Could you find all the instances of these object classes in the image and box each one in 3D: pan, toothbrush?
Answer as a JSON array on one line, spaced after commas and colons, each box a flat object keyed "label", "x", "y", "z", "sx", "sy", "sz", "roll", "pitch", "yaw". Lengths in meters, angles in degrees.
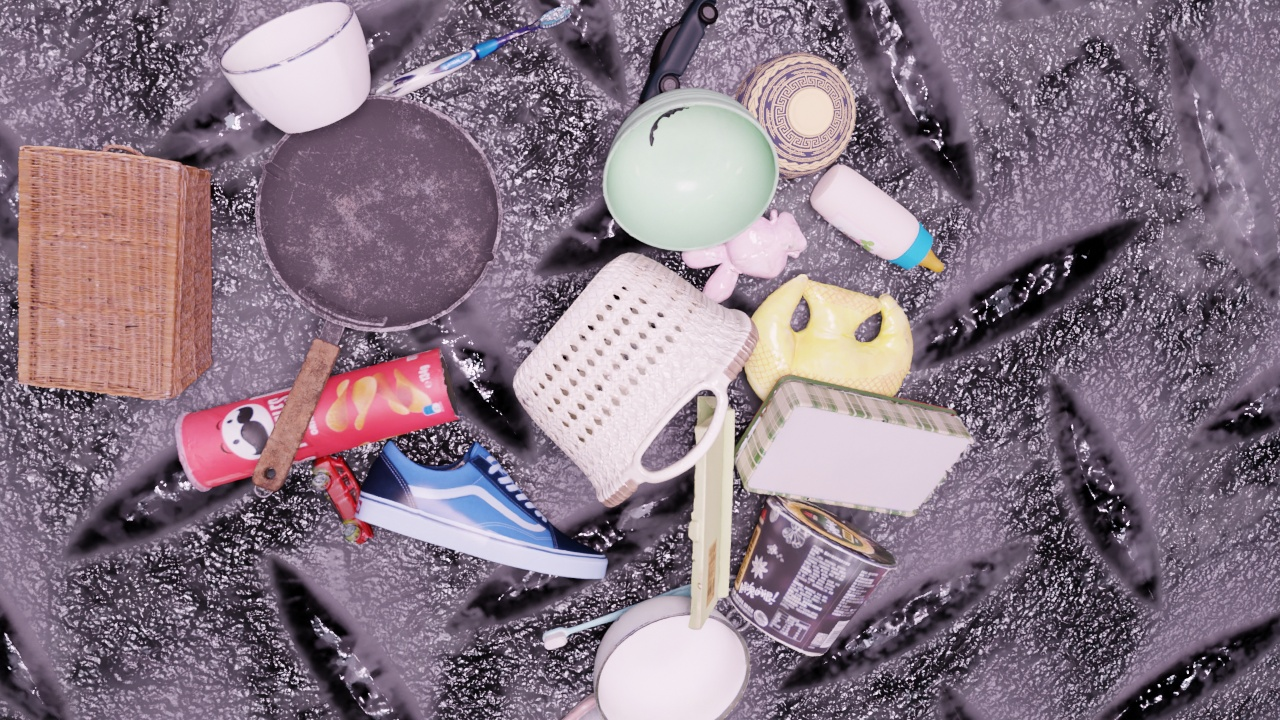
[{"label": "pan", "x": -0.250, "y": -0.053, "z": 0.783, "sx": 0.207, "sy": 0.040, "sz": 0.356, "roll": 23, "pitch": 85, "yaw": -7}, {"label": "toothbrush", "x": -0.011, "y": 0.254, "z": 0.921, "sx": 0.180, "sy": 0.016, "sz": 0.016, "roll": -18, "pitch": 107, "yaw": -5}, {"label": "toothbrush", "x": -0.145, "y": -0.268, "z": 0.800, "sx": 0.189, "sy": 0.017, "sz": 0.016, "roll": -25, "pitch": 104, "yaw": -3}]

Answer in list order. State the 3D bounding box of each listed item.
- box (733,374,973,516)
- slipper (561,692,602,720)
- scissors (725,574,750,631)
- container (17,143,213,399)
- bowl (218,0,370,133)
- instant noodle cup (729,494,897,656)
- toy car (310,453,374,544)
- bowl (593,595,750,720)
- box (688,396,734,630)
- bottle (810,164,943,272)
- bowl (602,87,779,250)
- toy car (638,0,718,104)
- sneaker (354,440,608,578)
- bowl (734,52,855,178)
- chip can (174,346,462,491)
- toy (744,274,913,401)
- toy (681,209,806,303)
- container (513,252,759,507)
[{"label": "box", "x": 0.198, "y": 0.082, "z": 0.859, "sx": 0.205, "sy": 0.049, "sz": 0.118, "roll": 10, "pitch": 125, "yaw": -21}, {"label": "slipper", "x": -0.091, "y": 0.449, "z": 0.928, "sx": 0.114, "sy": 0.054, "sz": 0.274, "roll": 39, "pitch": 92, "yaw": -13}, {"label": "scissors", "x": 0.144, "y": 0.237, "z": 0.939, "sx": 0.170, "sy": 0.014, "sz": 0.095, "roll": -8, "pitch": 100, "yaw": -3}, {"label": "container", "x": -0.421, "y": -0.074, "z": 0.752, "sx": 0.113, "sy": 0.112, "sz": 0.198, "roll": 5, "pitch": 100, "yaw": -9}, {"label": "bowl", "x": -0.272, "y": -0.235, "z": 0.746, "sx": 0.116, "sy": 0.116, "sz": 0.066, "roll": -23, "pitch": 132, "yaw": -3}, {"label": "instant noodle cup", "x": 0.154, "y": 0.203, "z": 0.867, "sx": 0.137, "sy": 0.137, "sz": 0.112, "roll": 26, "pitch": 96, "yaw": -12}, {"label": "toy car", "x": -0.274, "y": 0.128, "z": 0.848, "sx": 0.036, "sy": 0.042, "sz": 0.091, "roll": -24, "pitch": 101, "yaw": -13}, {"label": "bowl", "x": 0.024, "y": 0.292, "z": 0.895, "sx": 0.153, "sy": 0.073, "sz": 0.153, "roll": -5, "pitch": 111, "yaw": -13}, {"label": "box", "x": 0.065, "y": 0.136, "z": 0.848, "sx": 0.044, "sy": 0.141, "sz": 0.188, "roll": 2, "pitch": 99, "yaw": 8}, {"label": "bottle", "x": 0.228, "y": -0.125, "z": 0.860, "sx": 0.146, "sy": 0.051, "sz": 0.051, "roll": 33, "pitch": 95, "yaw": -12}, {"label": "bowl", "x": 0.040, "y": -0.176, "z": 0.800, "sx": 0.151, "sy": 0.076, "sz": 0.151, "roll": -3, "pitch": 136, "yaw": -3}, {"label": "toy car", "x": 0.031, "y": -0.274, "z": 0.808, "sx": 0.034, "sy": 0.046, "sz": 0.112, "roll": 27, "pitch": 98, "yaw": -14}, {"label": "sneaker", "x": -0.132, "y": 0.134, "z": 0.849, "sx": 0.241, "sy": 0.083, "sz": 0.098, "roll": 21, "pitch": 79, "yaw": -16}, {"label": "bowl", "x": 0.144, "y": -0.221, "z": 0.824, "sx": 0.112, "sy": 0.061, "sz": 0.112, "roll": -1, "pitch": 101, "yaw": -7}, {"label": "chip can", "x": -0.281, "y": 0.050, "z": 0.817, "sx": 0.233, "sy": 0.073, "sz": 0.073, "roll": -15, "pitch": 102, "yaw": -5}, {"label": "toy", "x": 0.177, "y": 0.003, "z": 0.870, "sx": 0.170, "sy": 0.064, "sz": 0.155, "roll": 10, "pitch": 103, "yaw": -13}, {"label": "toy", "x": 0.097, "y": -0.099, "z": 0.851, "sx": 0.110, "sy": 0.047, "sz": 0.063, "roll": -24, "pitch": 100, "yaw": 9}, {"label": "container", "x": -0.005, "y": 0.005, "z": 0.765, "sx": 0.143, "sy": 0.246, "sz": 0.185, "roll": 40, "pitch": 97, "yaw": -4}]
